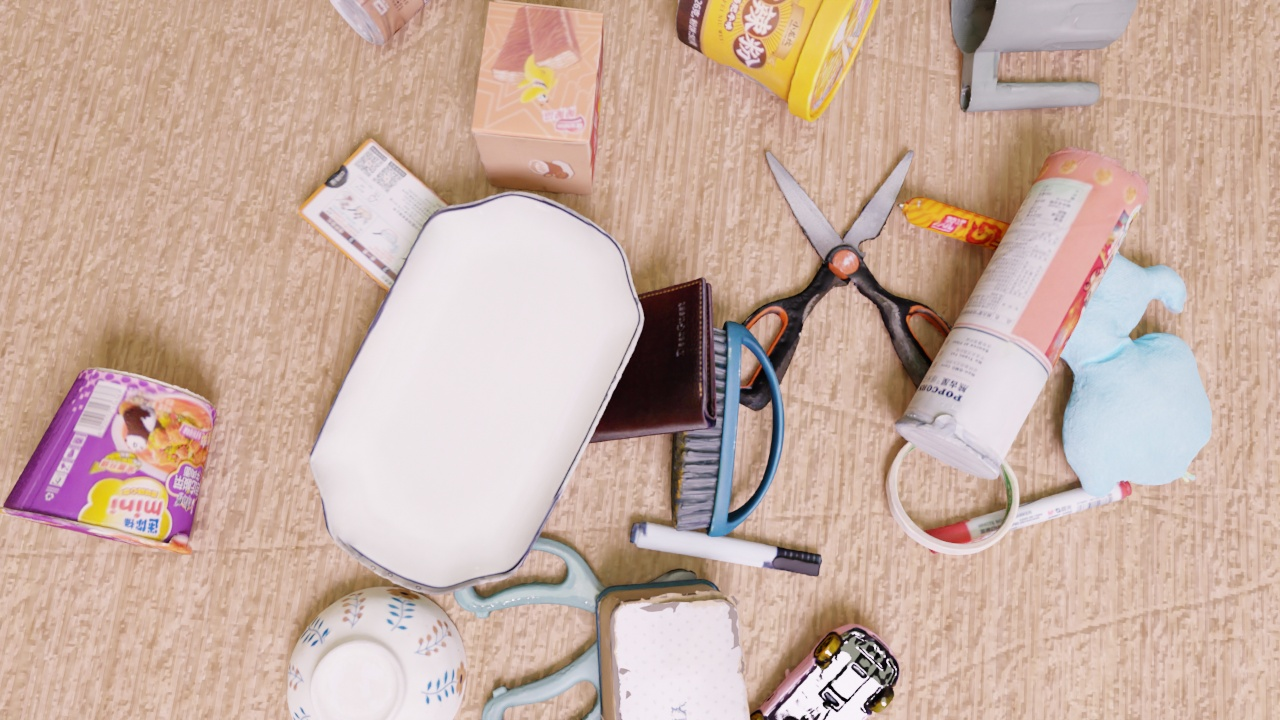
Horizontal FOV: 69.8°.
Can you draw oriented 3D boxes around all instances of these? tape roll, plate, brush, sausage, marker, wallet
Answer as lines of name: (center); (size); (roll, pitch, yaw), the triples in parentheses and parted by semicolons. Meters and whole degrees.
tape roll: (0.211, 0.088, 0.621); (0.086, 0.014, 0.085); (-1, 65, 3)
plate: (-0.106, 0.021, 0.602); (0.162, 0.034, 0.265); (26, 91, 5)
brush: (0.058, 0.046, 0.608); (0.073, 0.055, 0.144); (5, 90, -1)
sausage: (0.259, -0.087, 0.653); (0.165, 0.021, 0.021); (15, 79, -6)
marker: (0.266, 0.105, 0.629); (0.145, 0.017, 0.017); (-15, 80, -4)
wallet: (-0.004, 0.004, 0.602); (0.123, 0.020, 0.096); (-11, 75, 38)
marker: (0.057, 0.127, 0.617); (0.131, 0.022, 0.018); (10, 89, -1)

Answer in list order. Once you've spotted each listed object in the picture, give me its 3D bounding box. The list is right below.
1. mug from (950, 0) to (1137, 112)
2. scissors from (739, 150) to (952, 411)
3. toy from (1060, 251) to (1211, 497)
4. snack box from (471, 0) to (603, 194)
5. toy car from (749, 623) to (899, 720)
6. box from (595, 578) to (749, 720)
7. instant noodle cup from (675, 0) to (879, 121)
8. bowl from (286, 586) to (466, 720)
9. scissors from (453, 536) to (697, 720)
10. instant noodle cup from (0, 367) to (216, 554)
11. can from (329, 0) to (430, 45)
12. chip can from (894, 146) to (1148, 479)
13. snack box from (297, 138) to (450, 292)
mug: (0.291, -0.247, 0.670); (0.103, 0.083, 0.124); (-3, 106, -3)
scissors: (0.148, -0.049, 0.651); (0.221, 0.022, 0.233); (39, 82, 5)
toy: (0.335, 0.013, 0.629); (0.156, 0.050, 0.161); (43, 84, 8)
snack box: (-0.067, -0.178, 0.633); (0.077, 0.093, 0.094); (6, 79, -1)
toy car: (0.114, 0.224, 0.595); (0.056, 0.037, 0.122); (43, 94, 7)
box: (0.019, 0.220, 0.570); (0.089, 0.062, 0.184); (0, 82, -10)
instant noodle cup: (0.096, -0.246, 0.643); (0.114, 0.118, 0.118); (29, 80, 11)
bowl: (-0.171, 0.201, 0.578); (0.113, 0.062, 0.113); (0, 79, 0)
scissors: (-0.040, 0.193, 0.605); (0.176, 0.019, 0.172); (7, 79, -1)
instant noodle cup: (-0.327, 0.063, 0.582); (0.111, 0.112, 0.099); (11, 70, 1)
can: (-0.170, -0.289, 0.669); (0.058, 0.058, 0.116); (43, 82, 6)
chip can: (0.249, -0.032, 0.601); (0.071, 0.071, 0.214); (30, 83, 4)
snack box: (-0.159, -0.081, 0.648); (0.154, 0.026, 0.075); (40, 82, 6)
